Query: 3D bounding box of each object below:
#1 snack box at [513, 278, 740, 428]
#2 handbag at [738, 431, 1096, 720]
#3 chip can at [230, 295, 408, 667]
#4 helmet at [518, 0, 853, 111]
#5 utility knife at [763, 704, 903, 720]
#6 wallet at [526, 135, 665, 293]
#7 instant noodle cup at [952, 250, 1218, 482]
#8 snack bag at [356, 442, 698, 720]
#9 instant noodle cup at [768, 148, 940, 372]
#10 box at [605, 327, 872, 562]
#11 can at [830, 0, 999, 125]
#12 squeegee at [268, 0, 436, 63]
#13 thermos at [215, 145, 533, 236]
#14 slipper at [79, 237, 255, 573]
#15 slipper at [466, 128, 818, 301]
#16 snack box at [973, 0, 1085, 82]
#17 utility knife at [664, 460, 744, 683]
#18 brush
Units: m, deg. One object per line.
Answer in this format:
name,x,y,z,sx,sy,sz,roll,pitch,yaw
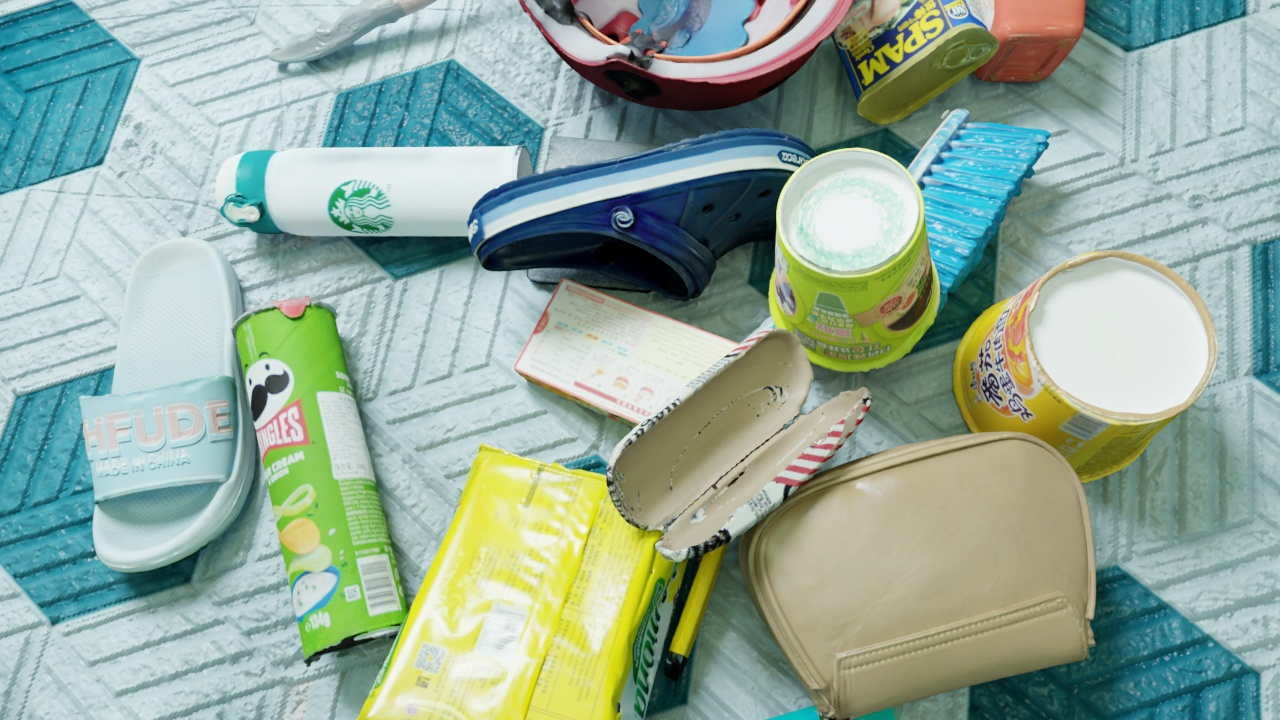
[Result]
snack box,-0.004,0.004,0.626,0.156,0.027,0.077,22,78,23
handbag,0.167,0.127,0.561,0.204,0.100,0.147,-14,80,-1
chip can,-0.213,0.077,0.613,0.072,0.072,0.236,-19,73,-2
helmet,0.034,-0.270,0.665,0.240,0.144,0.207,31,85,9
utility knife,0.082,0.225,0.550,0.182,0.013,0.029,-8,55,-18
wallet,-0.030,-0.110,0.687,0.097,0.019,0.120,6,75,8
instant noodle cup,0.281,0.001,0.582,0.138,0.110,0.138,-1,72,4
snack bag,-0.067,0.163,0.543,0.158,0.068,0.245,13,54,9
instant noodle cup,0.128,-0.064,0.559,0.112,0.123,0.111,-4,71,13
box,0.056,0.045,0.545,0.162,0.076,0.086,-39,92,-20
can,0.194,-0.238,0.670,0.102,0.057,0.083,-32,65,38
squeegee,-0.187,-0.292,0.722,0.250,0.040,0.247,-27,32,14
thermos,-0.194,-0.122,0.674,0.224,0.073,0.073,1,73,4
slipper,-0.329,0.021,0.637,0.104,0.074,0.245,-6,71,1
slipper,0.015,-0.087,0.612,0.252,0.105,0.095,-10,83,-14
snack box,0.280,-0.255,0.673,0.082,0.091,0.080,2,80,4
utility knife,0.053,0.112,0.607,0.015,0.033,0.201,18,71,13
brush,0.158,-0.054,0.641,0.109,0.060,0.314,33,80,18
